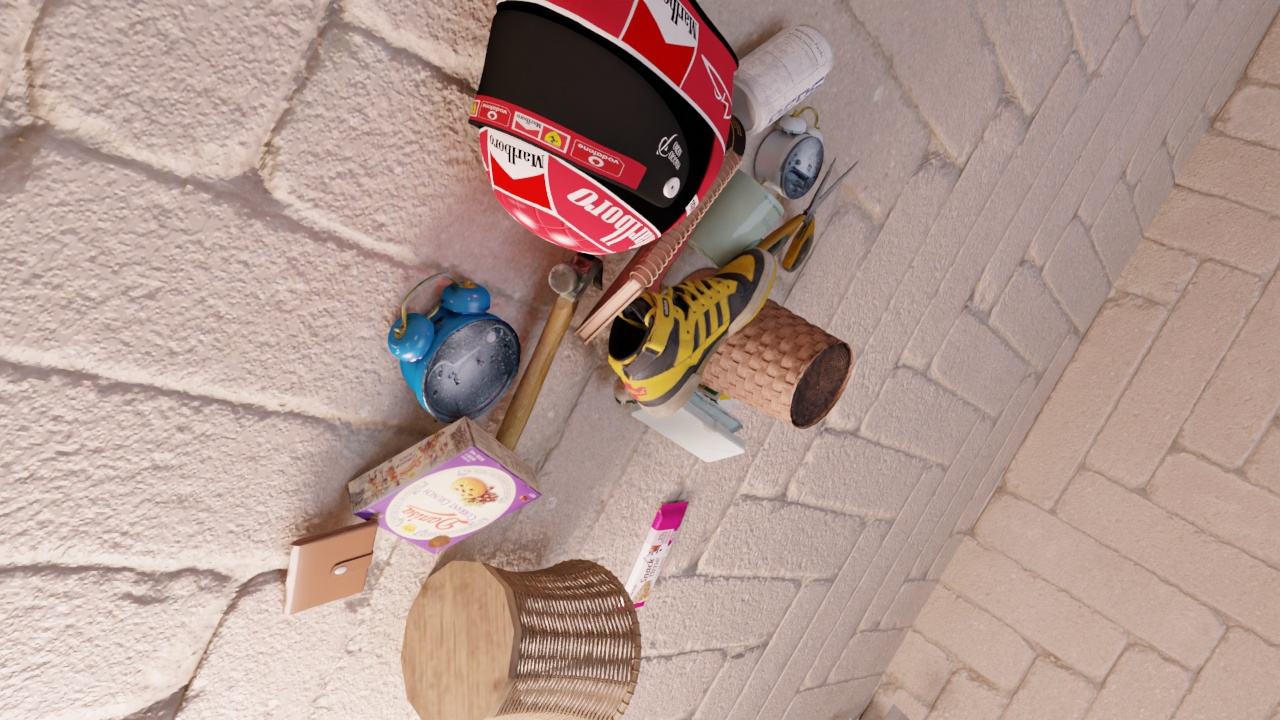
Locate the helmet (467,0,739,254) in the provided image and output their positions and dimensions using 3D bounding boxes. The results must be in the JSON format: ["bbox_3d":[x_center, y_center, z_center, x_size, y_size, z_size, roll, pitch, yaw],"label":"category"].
[{"bbox_3d":[-0.037,-0.209,0.802,0.224,0.198,0.270,-63,151,1],"label":"helmet"}]

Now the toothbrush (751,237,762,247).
[{"bbox_3d":[0.145,-0.108,1.258,0.022,0.017,0.135,-23,132,-48],"label":"toothbrush"}]

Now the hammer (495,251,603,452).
[{"bbox_3d":[-0.121,0.030,1.007,0.331,0.033,0.132,-64,175,20],"label":"hammer"}]

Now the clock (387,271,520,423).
[{"bbox_3d":[-0.184,-0.014,0.902,0.116,0.060,0.162,-36,138,-26],"label":"clock"}]

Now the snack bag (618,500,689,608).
[{"bbox_3d":[0.019,0.306,1.425,0.070,0.016,0.197,5,112,-50],"label":"snack bag"}]

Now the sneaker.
[{"bbox_3d":[0.052,-0.060,1.037,0.238,0.086,0.122,-54,133,-11],"label":"sneaker"}]

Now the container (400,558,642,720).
[{"bbox_3d":[-0.146,0.342,1.090,0.196,0.227,0.227,23,98,-48],"label":"container"}]

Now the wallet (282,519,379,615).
[{"bbox_3d":[-0.313,0.210,0.925,0.087,0.013,0.121,-11,140,-36],"label":"wallet"}]

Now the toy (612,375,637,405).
[{"bbox_3d":[-0.007,0.006,1.113,0.085,0.074,0.106,10,103,-53],"label":"toy"}]

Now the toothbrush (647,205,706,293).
[{"bbox_3d":[0.048,-0.137,1.083,0.015,0.015,0.185,-17,145,-48],"label":"toothbrush"}]

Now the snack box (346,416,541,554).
[{"bbox_3d":[-0.201,0.135,0.958,0.148,0.040,0.143,-30,144,8],"label":"snack box"}]

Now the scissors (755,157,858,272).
[{"bbox_3d":[0.208,-0.177,1.227,0.225,0.016,0.226,-34,157,-29],"label":"scissors"}]

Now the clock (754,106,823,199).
[{"bbox_3d":[0.195,-0.264,1.165,0.083,0.057,0.118,14,105,-53],"label":"clock"}]

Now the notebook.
[{"bbox_3d":[0.020,-0.121,0.965,0.209,0.022,0.169,-55,-172,-29],"label":"notebook"}]

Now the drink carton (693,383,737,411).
[{"bbox_3d":[0.130,0.011,1.294,0.122,0.058,0.041,-47,143,-14],"label":"drink carton"}]

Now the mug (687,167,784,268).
[{"bbox_3d":[0.111,-0.168,1.128,0.104,0.084,0.111,-49,174,5],"label":"mug"}]

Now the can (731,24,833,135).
[{"bbox_3d":[0.152,-0.323,1.050,0.136,0.078,0.078,-40,141,-23],"label":"can"}]

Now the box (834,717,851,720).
[{"bbox_3d":[0.667,1.175,2.514,0.166,0.413,0.150,-35,143,-39],"label":"box"}]

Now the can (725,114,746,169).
[{"bbox_3d":[0.054,-0.244,0.998,0.128,0.072,0.072,-1,117,-50],"label":"can"}]

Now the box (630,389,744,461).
[{"bbox_3d":[0.064,0.083,1.228,0.085,0.070,0.199,-45,136,11],"label":"box"}]

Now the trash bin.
[{"bbox_3d":[0.142,-0.009,1.163,0.151,0.210,0.151,-29,136,-33],"label":"trash bin"}]
